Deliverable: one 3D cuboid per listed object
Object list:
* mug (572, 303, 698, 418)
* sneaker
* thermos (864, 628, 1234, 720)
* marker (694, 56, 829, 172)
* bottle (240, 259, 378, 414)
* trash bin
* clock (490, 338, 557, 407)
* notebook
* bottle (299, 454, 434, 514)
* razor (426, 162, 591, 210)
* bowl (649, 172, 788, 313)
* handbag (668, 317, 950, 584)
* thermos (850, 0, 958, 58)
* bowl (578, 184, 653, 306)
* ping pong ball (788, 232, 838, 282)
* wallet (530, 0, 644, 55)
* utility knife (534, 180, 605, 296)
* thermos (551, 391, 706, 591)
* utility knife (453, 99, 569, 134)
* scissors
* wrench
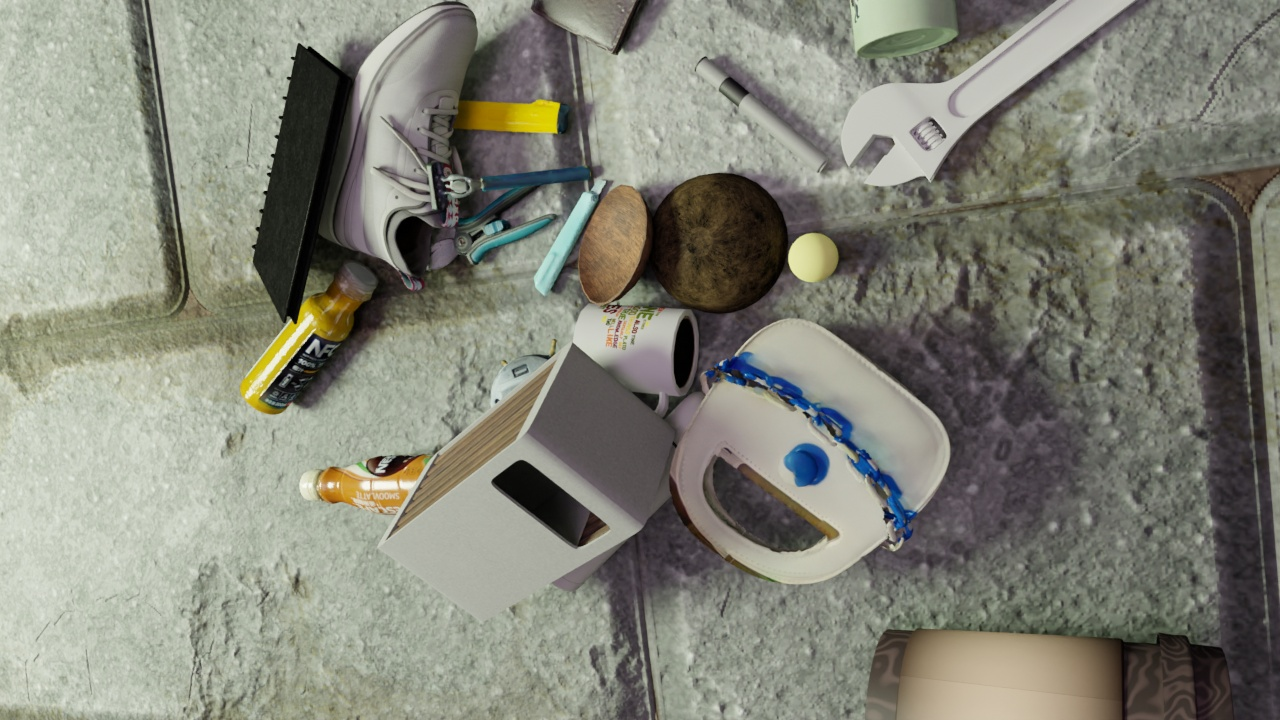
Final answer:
[{"bbox_3d":[-0.005,0.005,0.791,0.090,0.073,0.105,5,81,21],"label":"mug"},{"bbox_3d":[-0.200,-0.190,0.835,0.129,0.096,0.264,39,116,12],"label":"sneaker"},{"bbox_3d":[0.291,0.275,0.667,0.227,0.172,0.173,0,95,27],"label":"thermos"},{"bbox_3d":[0.101,-0.205,0.765,0.140,0.016,0.016,43,108,12],"label":"marker"},{"bbox_3d":[-0.335,-0.023,0.934,0.186,0.053,0.053,-45,79,19],"label":"bottle"},{"bbox_3d":[-0.098,0.108,0.771,0.114,0.114,0.230,41,128,-16],"label":"trash bin"},{"bbox_3d":[-0.084,0.050,0.844,0.090,0.052,0.129,-21,87,22],"label":"clock"},{"bbox_3d":[-0.330,-0.174,0.879,0.169,0.019,0.232,42,118,49],"label":"notebook"},{"bbox_3d":[-0.265,0.125,0.918,0.167,0.059,0.059,-3,94,22],"label":"bottle"},{"bbox_3d":[-0.114,-0.159,0.813,0.144,0.022,0.042,-8,113,-11],"label":"razor"},{"bbox_3d":[0.058,-0.099,0.771,0.121,0.056,0.121,2,96,21],"label":"bowl"},{"bbox_3d":[0.123,0.079,0.719,0.200,0.093,0.199,36,96,5],"label":"handbag"},{"bbox_3d":[0.183,-0.352,0.683,0.082,0.082,0.231,-5,94,21],"label":"thermos"},{"bbox_3d":[-0.015,-0.097,0.795,0.102,0.026,0.114,-58,35,25],"label":"bowl"},{"bbox_3d":[0.141,-0.084,0.749,0.040,0.040,0.040,2,96,21],"label":"ping pong ball"},{"bbox_3d":[-0.033,-0.341,0.798,0.099,0.031,0.120,33,108,18],"label":"wallet"},{"bbox_3d":[-0.066,-0.115,0.840,0.022,0.015,0.120,40,108,29],"label":"utility knife"},{"bbox_3d":[-0.006,0.117,0.820,0.052,0.052,0.224,46,109,11],"label":"thermos"},{"bbox_3d":[-0.157,-0.232,0.861,0.207,0.018,0.030,9,94,21],"label":"utility knife"},{"bbox_3d":[-0.142,-0.120,0.867,0.148,0.019,0.132,25,103,16],"label":"scissors"},{"bbox_3d":[0.274,-0.232,0.696,0.274,0.018,0.086,-38,80,19],"label":"wrench"}]
